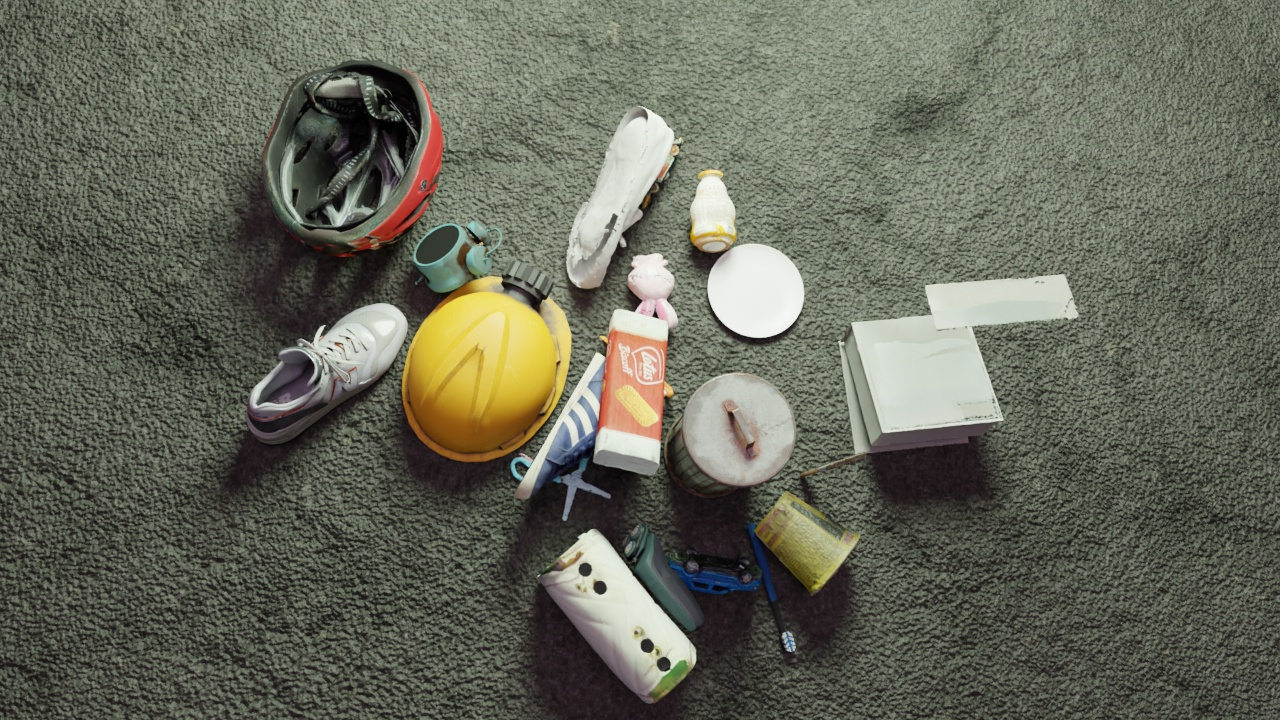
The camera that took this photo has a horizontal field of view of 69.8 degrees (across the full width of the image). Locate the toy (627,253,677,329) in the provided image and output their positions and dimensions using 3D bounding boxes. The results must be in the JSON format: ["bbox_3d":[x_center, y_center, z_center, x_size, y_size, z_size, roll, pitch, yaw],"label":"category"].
[{"bbox_3d":[0.016,-0.093,1.235,0.063,0.047,0.110,-8,81,1],"label":"toy"}]

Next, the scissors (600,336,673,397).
[{"bbox_3d":[-0.011,0.007,1.205,0.130,0.070,0.013,40,103,13],"label":"scissors"}]

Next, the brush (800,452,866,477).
[{"bbox_3d":[0.231,0.136,1.154,0.045,0.143,0.008,-15,80,-18],"label":"brush"}]

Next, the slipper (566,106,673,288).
[{"bbox_3d":[-0.029,-0.210,1.219,0.074,0.112,0.247,22,96,-26],"label":"slipper"}]

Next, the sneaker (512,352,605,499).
[{"bbox_3d":[-0.054,0.106,1.144,0.118,0.092,0.232,31,50,-3],"label":"sneaker"}]

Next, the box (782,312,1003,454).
[{"bbox_3d":[0.350,0.062,1.359,0.168,0.404,0.171,-5,77,-7],"label":"box"}]

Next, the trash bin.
[{"bbox_3d":[0.102,0.097,1.114,0.131,0.211,0.130,1,77,-6],"label":"trash bin"}]

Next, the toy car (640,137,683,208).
[{"bbox_3d":[0.018,-0.267,1.275,0.047,0.047,0.111,28,76,-1],"label":"toy car"}]

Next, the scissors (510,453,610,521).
[{"bbox_3d":[-0.095,0.136,1.188,0.135,0.015,0.135,24,75,-4],"label":"scissors"}]

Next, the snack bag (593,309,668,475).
[{"bbox_3d":[-0.008,0.034,1.130,0.077,0.041,0.224,14,52,-10],"label":"snack bag"}]

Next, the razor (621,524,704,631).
[{"bbox_3d":[0.029,0.267,1.118,0.143,0.047,0.052,51,33,14],"label":"razor"}]

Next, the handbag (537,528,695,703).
[{"bbox_3d":[-0.028,0.300,1.091,0.096,0.142,0.198,-39,84,-15],"label":"handbag"}]

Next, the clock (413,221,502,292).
[{"bbox_3d":[-0.237,-0.139,1.191,0.124,0.053,0.090,-24,46,13],"label":"clock"}]

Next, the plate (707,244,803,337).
[{"bbox_3d":[0.159,-0.096,1.268,0.134,0.011,0.134,1,77,-6],"label":"plate"}]

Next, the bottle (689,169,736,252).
[{"bbox_3d":[0.099,-0.206,1.263,0.063,0.063,0.108,1,75,-6],"label":"bottle"}]

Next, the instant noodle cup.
[{"bbox_3d":[0.206,0.226,1.161,0.108,0.102,0.102,39,76,13],"label":"instant noodle cup"}]

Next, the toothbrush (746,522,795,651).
[{"bbox_3d":[0.166,0.290,1.178,0.014,0.014,0.167,-12,79,-20],"label":"toothbrush"}]

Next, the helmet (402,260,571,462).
[{"bbox_3d":[-0.194,-0.002,1.148,0.205,0.131,0.255,26,77,0],"label":"helmet"}]

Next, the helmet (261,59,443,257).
[{"bbox_3d":[-0.357,-0.249,1.167,0.217,0.167,0.271,5,70,10],"label":"helmet"}]

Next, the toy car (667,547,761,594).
[{"bbox_3d":[0.092,0.268,1.157,0.120,0.056,0.043,8,98,1],"label":"toy car"}]

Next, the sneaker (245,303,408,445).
[{"bbox_3d":[-0.388,0.008,1.127,0.089,0.124,0.239,43,76,5],"label":"sneaker"}]
